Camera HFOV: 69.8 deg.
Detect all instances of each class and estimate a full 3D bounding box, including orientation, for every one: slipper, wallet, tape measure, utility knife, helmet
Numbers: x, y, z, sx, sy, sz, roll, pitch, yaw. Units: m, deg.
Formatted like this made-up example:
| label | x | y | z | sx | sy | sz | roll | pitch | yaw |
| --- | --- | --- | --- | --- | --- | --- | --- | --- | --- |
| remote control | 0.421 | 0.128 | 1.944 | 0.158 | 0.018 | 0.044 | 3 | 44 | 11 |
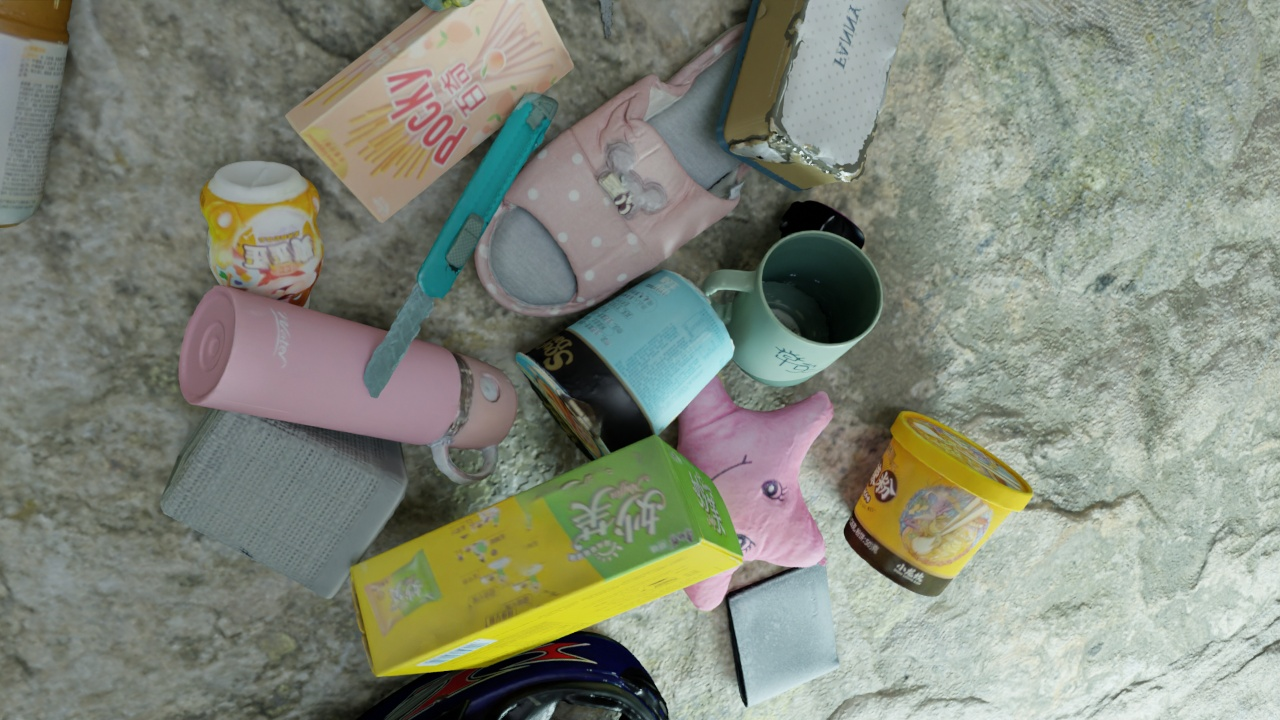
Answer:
| label | x | y | z | sx | sy | sz | roll | pitch | yaw |
| --- | --- | --- | --- | --- | --- | --- | --- | --- | --- |
| slipper | 0.011 | -0.126 | 0.604 | 0.274 | 0.054 | 0.114 | -38 | 117 | -8 |
| wallet | 0.125 | 0.237 | 0.801 | 0.097 | 0.019 | 0.121 | -17 | 112 | -17 |
| tape measure | 0.130 | -0.087 | 0.663 | 0.058 | 0.057 | 0.039 | 33 | 91 | -39 |
| utility knife | -0.104 | -0.073 | 0.540 | 0.029 | 0.013 | 0.216 | 41 | 71 | -43 |
| helmet | -0.096 | 0.354 | 0.632 | 0.315 | 0.240 | 0.247 | -28 | 118 | -11 |

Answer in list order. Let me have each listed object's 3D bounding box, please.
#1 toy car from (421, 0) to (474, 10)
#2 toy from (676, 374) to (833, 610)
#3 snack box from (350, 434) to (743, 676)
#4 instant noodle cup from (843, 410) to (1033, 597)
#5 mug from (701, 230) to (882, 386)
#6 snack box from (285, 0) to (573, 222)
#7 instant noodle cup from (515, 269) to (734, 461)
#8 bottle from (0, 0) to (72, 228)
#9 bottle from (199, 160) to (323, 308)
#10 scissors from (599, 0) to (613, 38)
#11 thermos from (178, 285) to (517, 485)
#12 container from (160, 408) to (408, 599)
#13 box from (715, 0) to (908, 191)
| label | x | y | z | sx | sy | sz | roll | pitch | yaw |
| --- | --- | --- | --- | --- | --- | --- | --- | --- | --- |
| toy car | -0.086 | -0.226 | 0.485 | 0.091 | 0.036 | 0.043 | -35 | 144 | -1 |
| toy | 0.078 | 0.100 | 0.697 | 0.178 | 0.074 | 0.195 | 34 | 96 | -14 |
| snack box | -0.051 | 0.131 | 0.587 | 0.210 | 0.070 | 0.157 | -24 | 159 | 8 |
| instant noodle cup | 0.235 | 0.119 | 0.751 | 0.118 | 0.118 | 0.115 | 20 | 108 | -26 |
| mug | 0.094 | -0.034 | 0.636 | 0.111 | 0.106 | 0.082 | 12 | 71 | -7 |
| snack box | -0.118 | -0.159 | 0.538 | 0.157 | 0.026 | 0.084 | -41 | 147 | -4 |
| instant noodle cup | -0.004 | 0.004 | 0.622 | 0.120 | 0.111 | 0.111 | -39 | 118 | -12 |
| bottle | -0.322 | -0.163 | 0.453 | 0.068 | 0.068 | 0.190 | 12 | 103 | -25 |
| bottle | -0.218 | -0.058 | 0.536 | 0.063 | 0.063 | 0.109 | -5 | 125 | -20 |
| scissors | -0.027 | -0.292 | 0.554 | 0.181 | 0.014 | 0.159 | -40 | 118 | -3 |
| thermos | -0.163 | 0.022 | 0.547 | 0.067 | 0.087 | 0.198 | -23 | 152 | 34 |
| container | -0.219 | 0.072 | 0.568 | 0.114 | 0.090 | 0.090 | 34 | 93 | -24 |
| box | 0.115 | -0.206 | 0.587 | 0.089 | 0.060 | 0.184 | 24 | 76 | -30 |
